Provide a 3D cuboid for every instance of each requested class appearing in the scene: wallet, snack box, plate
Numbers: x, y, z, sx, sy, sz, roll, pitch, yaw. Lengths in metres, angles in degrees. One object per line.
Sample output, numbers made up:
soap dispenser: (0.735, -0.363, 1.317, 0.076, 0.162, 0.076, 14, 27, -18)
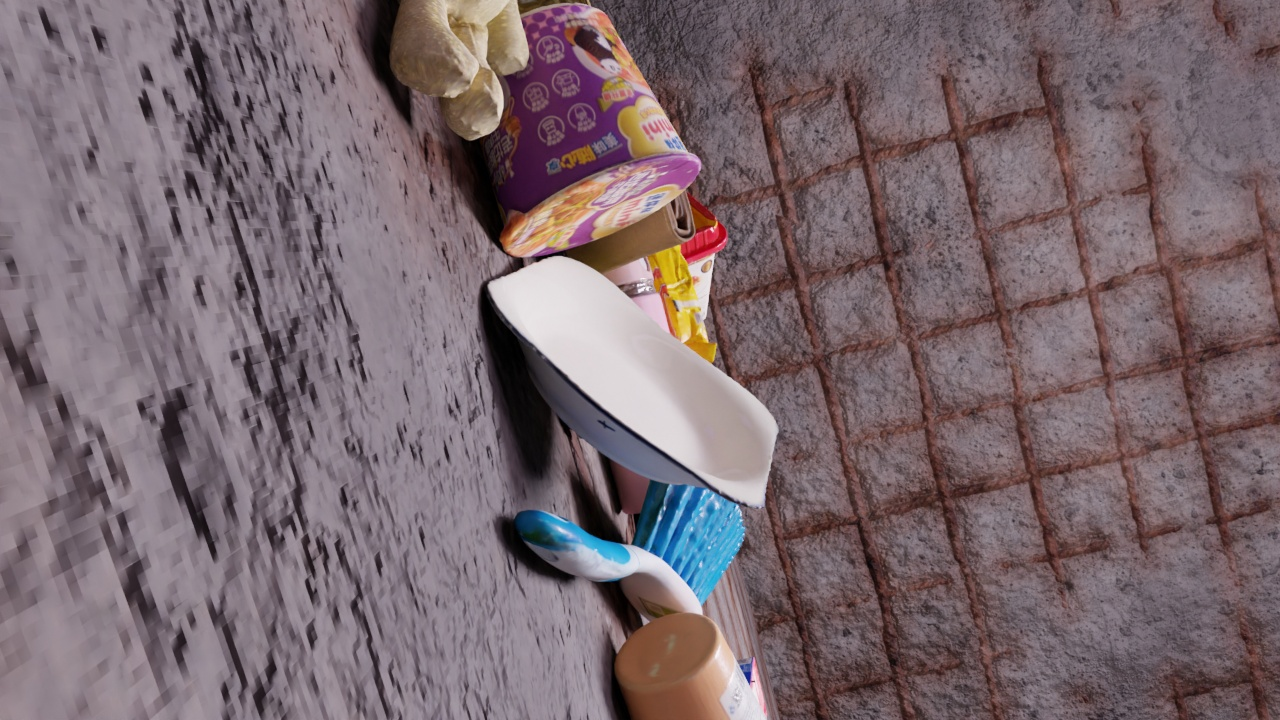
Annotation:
wallet: (-0.022, -0.101, 0.571, 0.033, 0.116, 0.090, -15, 89, -43)
snack box: (0.071, 0.284, 0.742, 0.207, 0.057, 0.058, 56, 22, -77)
plate: (-0.005, 0.012, 0.469, 0.163, 0.034, 0.164, 38, 18, 1)

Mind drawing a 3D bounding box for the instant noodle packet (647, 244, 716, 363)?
instant noodle packet: (0.008, -0.026, 0.732, 0.129, 0.044, 0.110, -43, -119, 54)

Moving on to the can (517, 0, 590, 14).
can: (-0.061, -0.201, 0.604, 0.049, 0.074, 0.148, -102, 175, -60)

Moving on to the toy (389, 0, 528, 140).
toy: (-0.073, -0.161, 0.386, 0.105, 0.066, 0.157, 37, 43, -43)

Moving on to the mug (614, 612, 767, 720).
mug: (0.035, 0.201, 0.489, 0.078, 0.078, 0.123, -92, 162, -69)

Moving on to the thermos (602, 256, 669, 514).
thermos: (-0.004, 0.004, 0.657, 0.087, 0.067, 0.198, -12, 86, -73)

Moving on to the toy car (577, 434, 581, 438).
toy car: (-0.035, -0.002, 0.546, 0.048, 0.032, 0.105, 70, 8, -48)

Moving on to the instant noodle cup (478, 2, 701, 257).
instant noodle cup: (-0.037, -0.122, 0.480, 0.111, 0.111, 0.099, 21, 47, -84)

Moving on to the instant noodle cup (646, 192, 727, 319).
instant noodle cup: (0.018, -0.097, 0.936, 0.116, 0.116, 0.124, 49, -26, 40)

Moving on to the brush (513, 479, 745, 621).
brush: (0.005, 0.095, 0.490, 0.315, 0.060, 0.109, 72, 39, -59)

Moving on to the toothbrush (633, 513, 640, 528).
toothbrush: (-0.002, 0.108, 0.702, 0.188, 0.014, 0.017, -99, 165, -48)
